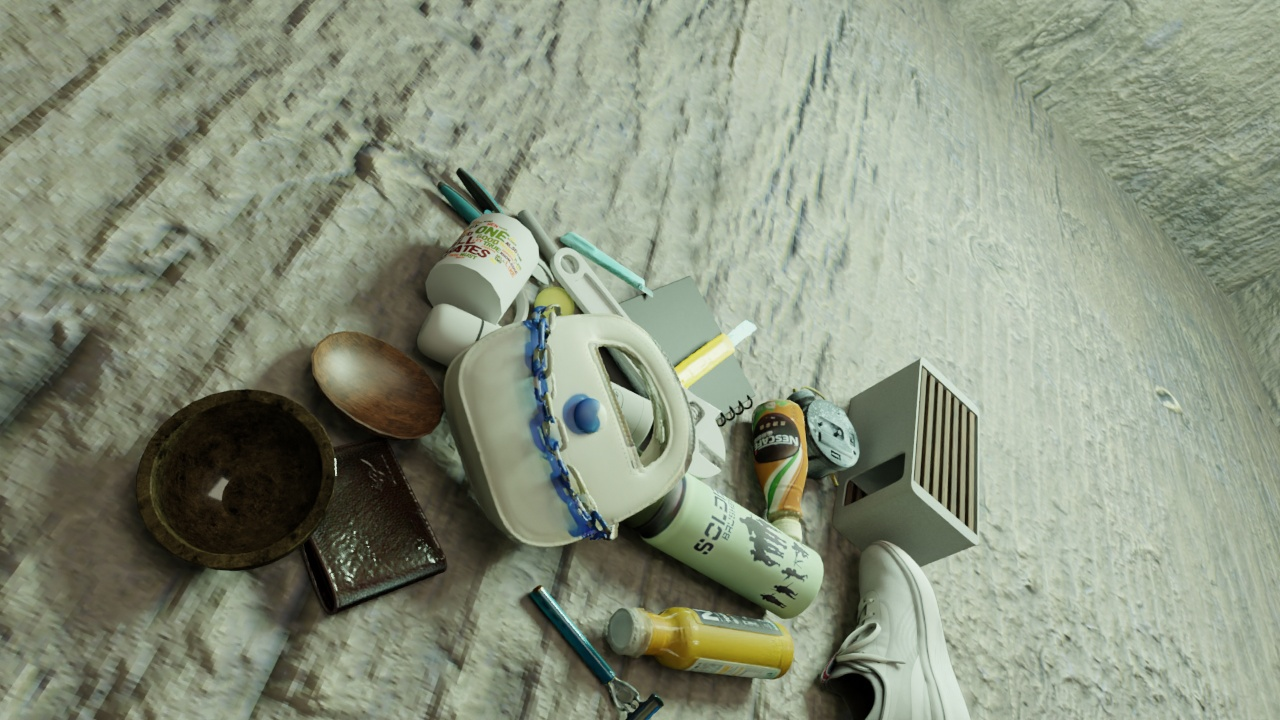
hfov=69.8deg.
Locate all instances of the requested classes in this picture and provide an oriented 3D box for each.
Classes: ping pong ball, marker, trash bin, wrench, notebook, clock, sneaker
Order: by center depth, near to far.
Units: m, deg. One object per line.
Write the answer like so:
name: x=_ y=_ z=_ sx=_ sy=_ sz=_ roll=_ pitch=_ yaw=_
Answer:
wrench: x=-0.006 y=0.005 z=0.917 sx=0.273 sy=0.018 sz=0.086 roll=51 pitch=52 yaw=-7
ping pong ball: x=-0.086 y=-0.054 z=0.918 sx=0.040 sy=0.040 sz=0.040 roll=24 pitch=48 yaw=-30
sneaker: x=0.244 y=0.300 z=0.952 sx=0.128 sy=0.097 sz=0.262 roll=10 pitch=42 yaw=-10
marker: x=-0.086 y=-0.101 z=0.971 sx=0.140 sy=0.016 sz=0.016 roll=55 pitch=40 yaw=2
notebook: x=0.027 y=0.009 z=0.986 sx=0.230 sy=0.019 sz=0.169 roll=-26 pitch=87 yaw=-49
clock: x=0.214 y=0.083 z=1.096 sx=0.090 sy=0.052 sz=0.129 roll=28 pitch=47 yaw=-26
trash bin: x=0.330 y=0.128 z=1.126 sx=0.114 sy=0.115 sz=0.228 roll=39 pitch=42 yaw=-16

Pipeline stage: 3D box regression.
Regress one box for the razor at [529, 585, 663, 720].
razor: x=-0.042 y=0.245 z=0.763 sx=0.042 sy=0.022 sz=0.144 roll=-40 pitch=88 yaw=-14

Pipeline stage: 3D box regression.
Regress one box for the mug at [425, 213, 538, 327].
mug: x=-0.140 y=-0.072 z=0.863 sx=0.105 sy=0.074 sz=0.089 roll=63 pitch=33 yaw=-30

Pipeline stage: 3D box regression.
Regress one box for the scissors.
scissors: x=-0.149 y=-0.135 z=0.935 sx=0.148 sy=0.019 sz=0.132 roll=7 pitch=60 yaw=-42

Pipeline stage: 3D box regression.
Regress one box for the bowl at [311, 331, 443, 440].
bowl: x=-0.217 y=0.027 z=0.743 sx=0.114 sy=0.026 sz=0.101 roll=35 pitch=30 yaw=-14

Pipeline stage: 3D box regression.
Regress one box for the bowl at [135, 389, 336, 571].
bowl: x=-0.268 y=0.086 z=0.623 sx=0.121 sy=0.056 sz=0.121 roll=5 pitch=66 yaw=-12

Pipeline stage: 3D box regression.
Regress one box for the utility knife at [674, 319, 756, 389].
utility knife: x=0.079 y=-0.004 z=1.016 sx=0.206 sy=0.018 sz=0.030 roll=-34 pitch=98 yaw=-44

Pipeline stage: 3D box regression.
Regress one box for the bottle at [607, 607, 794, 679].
bottle: x=0.055 y=0.252 z=0.824 sx=0.186 sy=0.053 sz=0.053 roll=19 pitch=51 yaw=-33

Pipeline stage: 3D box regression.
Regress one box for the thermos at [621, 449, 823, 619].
thermos: x=0.067 y=0.164 z=0.882 sx=0.231 sy=0.083 sz=0.082 roll=33 pitch=44 yaw=-22

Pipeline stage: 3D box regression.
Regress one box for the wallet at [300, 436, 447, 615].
wallet: x=-0.209 y=0.118 z=0.687 sx=0.099 sy=0.031 sz=0.120 roll=-12 pitch=69 yaw=-49

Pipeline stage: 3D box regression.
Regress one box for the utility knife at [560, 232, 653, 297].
utility knife: x=-0.033 y=-0.106 z=1.002 sx=0.119 sy=0.015 sz=0.022 roll=33 pitch=36 yaw=4

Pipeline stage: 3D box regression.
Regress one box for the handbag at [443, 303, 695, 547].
handbag: x=-0.049 y=0.049 z=0.766 sx=0.199 sy=0.093 sz=0.200 roll=-21 pitch=90 yaw=-20

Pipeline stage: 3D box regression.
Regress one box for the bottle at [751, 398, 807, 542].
bottle: x=0.154 y=0.124 z=1.005 sx=0.059 sy=0.059 sz=0.166 roll=26 pitch=47 yaw=-28

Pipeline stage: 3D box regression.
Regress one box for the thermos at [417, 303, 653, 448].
thermos: x=-0.094 y=0.016 z=0.836 sx=0.224 sy=0.052 sz=0.052 roll=27 pitch=46 yaw=-19
